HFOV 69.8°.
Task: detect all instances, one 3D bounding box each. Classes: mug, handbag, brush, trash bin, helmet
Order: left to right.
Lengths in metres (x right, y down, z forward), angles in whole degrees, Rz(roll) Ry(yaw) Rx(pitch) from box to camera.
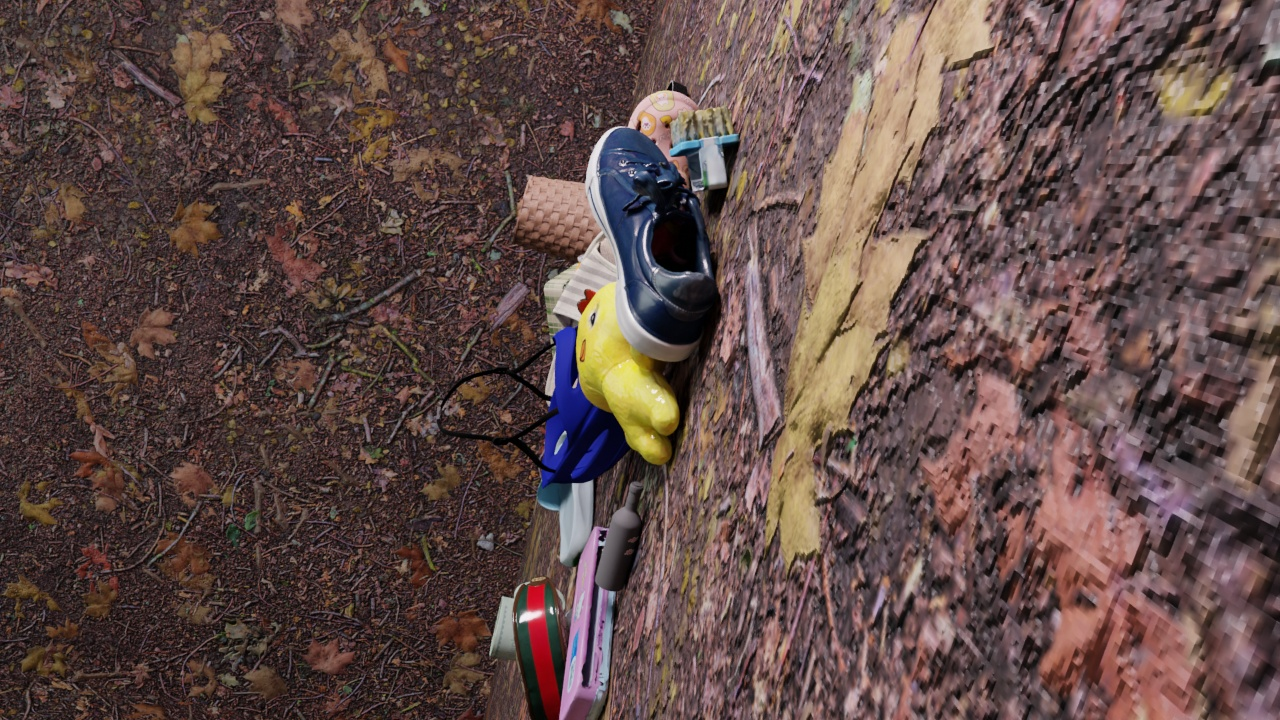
[{"bbox_3d":[-0.148,0.366,1.282,0.084,0.104,0.111,-161,84,-83],"label":"mug"},{"bbox_3d":[-0.102,0.040,1.017,0.147,0.227,0.242,-100,26,-53],"label":"helmet"},{"bbox_3d":[-0.102,0.326,1.028,0.138,0.063,0.166,-100,0,-79],"label":"handbag"},{"bbox_3d":[-0.096,-0.233,1.540,0.151,0.210,0.151,-168,92,-83],"label":"trash bin"},{"bbox_3d":[0.059,-0.206,0.907,0.136,0.055,0.075,-117,18,-79],"label":"brush"}]

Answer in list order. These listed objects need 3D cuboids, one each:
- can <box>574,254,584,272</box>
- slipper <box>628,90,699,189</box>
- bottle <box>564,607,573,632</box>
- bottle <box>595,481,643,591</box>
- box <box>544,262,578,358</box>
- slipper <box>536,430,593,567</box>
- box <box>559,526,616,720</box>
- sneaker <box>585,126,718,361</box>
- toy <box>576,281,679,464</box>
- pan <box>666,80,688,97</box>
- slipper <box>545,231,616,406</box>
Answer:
[{"bbox_3d":[-0.046,-0.070,1.239,0.079,0.079,0.142,-102,8,-74],"label":"can"},{"bbox_3d":[0.027,-0.217,1.097,0.081,0.093,0.198,-122,39,-51],"label":"slipper"},{"bbox_3d":[-0.070,0.302,1.056,0.110,0.036,0.036,121,161,-68],"label":"bottle"},{"bbox_3d":[-0.017,0.170,0.898,0.030,0.030,0.113,-97,21,-71],"label":"bottle"},{"bbox_3d":[-0.082,-0.030,1.322,0.117,0.050,0.206,-43,-47,-58],"label":"box"},{"bbox_3d":[-0.115,0.198,1.380,0.245,0.074,0.104,-97,23,-48],"label":"slipper"},{"bbox_3d":[-0.048,0.272,0.954,0.213,0.036,0.076,-85,14,-51],"label":"box"},{"bbox_3d":[0.017,-0.146,0.841,0.294,0.120,0.128,-102,32,-42],"label":"sneaker"},{"bbox_3d":[-0.009,0.007,0.871,0.207,0.092,0.134,-107,22,-47],"label":"toy"},{"bbox_3d":[0.030,-0.334,1.444,0.355,0.034,0.226,-92,16,-64],"label":"pan"},{"bbox_3d":[-0.055,-0.041,1.135,0.053,0.114,0.273,-17,-45,-57],"label":"slipper"}]
